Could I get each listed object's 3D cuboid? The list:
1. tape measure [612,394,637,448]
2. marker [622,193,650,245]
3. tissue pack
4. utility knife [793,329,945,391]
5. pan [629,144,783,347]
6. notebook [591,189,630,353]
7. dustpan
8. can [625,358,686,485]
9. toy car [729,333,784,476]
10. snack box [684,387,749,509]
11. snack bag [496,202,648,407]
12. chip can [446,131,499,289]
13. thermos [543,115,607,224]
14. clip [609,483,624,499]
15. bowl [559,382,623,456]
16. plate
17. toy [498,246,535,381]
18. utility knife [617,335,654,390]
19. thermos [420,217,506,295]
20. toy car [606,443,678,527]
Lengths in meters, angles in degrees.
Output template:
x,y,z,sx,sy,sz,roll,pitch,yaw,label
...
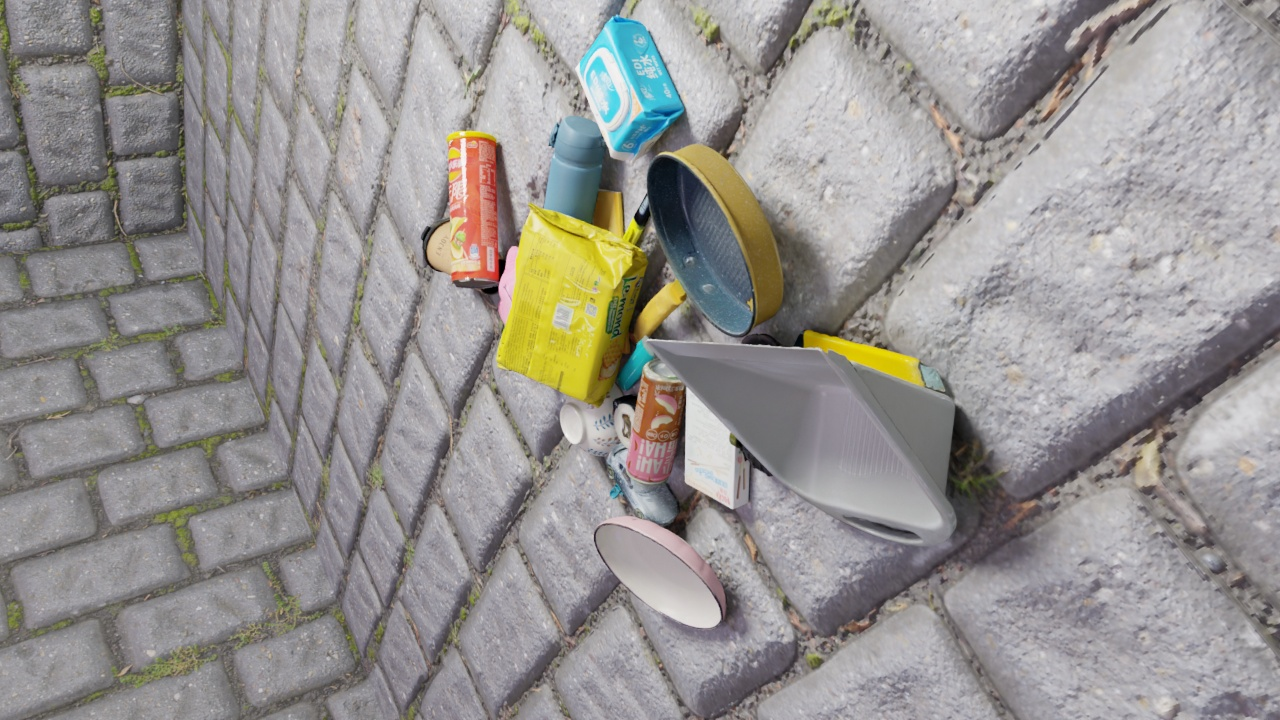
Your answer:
x,y,z,sx,sy,sz,roll,pitch,yaw,label
-0.004,0.081,1.168,0.066,0.033,0.066,14,114,54,tape measure
0.002,-0.171,1.074,0.018,0.015,0.124,55,140,21,marker
-0.015,-0.294,1.005,0.090,0.063,0.140,-37,72,54,tissue pack
0.208,0.000,0.846,0.173,0.015,0.033,20,125,49,utility knife
0.046,-0.088,0.983,0.197,0.078,0.358,60,165,11,pan
-0.063,-0.121,1.192,0.146,0.010,0.206,20,119,50,notebook
0.155,0.079,0.799,0.223,0.257,0.142,5,83,55,dustpan
0.020,0.074,1.097,0.058,0.057,0.147,37,126,43,can
0.131,0.046,0.951,0.070,0.042,0.158,28,126,47,toy car
0.087,0.082,1.042,0.085,0.026,0.157,24,122,49,snack box
-0.091,-0.060,1.131,0.158,0.068,0.247,23,125,10,snack bag
-0.238,-0.213,1.311,0.073,0.073,0.216,-10,82,56,chip can
-0.089,-0.191,1.133,0.070,0.070,0.221,45,136,36,thermos
-0.023,0.169,1.243,0.014,0.046,0.057,60,143,22,clip
-0.069,0.078,1.236,0.113,0.062,0.113,24,120,49,bowl
0.029,0.257,1.139,0.192,0.038,0.193,28,147,21,plate
-0.161,-0.066,1.296,0.179,0.074,0.194,4,102,64,toy
-0.007,0.007,1.139,0.029,0.013,0.161,55,155,8,utility knife
-0.265,-0.158,1.405,0.143,0.092,0.093,35,131,34,thermos
0.003,0.158,1.169,0.120,0.054,0.037,56,144,25,toy car
